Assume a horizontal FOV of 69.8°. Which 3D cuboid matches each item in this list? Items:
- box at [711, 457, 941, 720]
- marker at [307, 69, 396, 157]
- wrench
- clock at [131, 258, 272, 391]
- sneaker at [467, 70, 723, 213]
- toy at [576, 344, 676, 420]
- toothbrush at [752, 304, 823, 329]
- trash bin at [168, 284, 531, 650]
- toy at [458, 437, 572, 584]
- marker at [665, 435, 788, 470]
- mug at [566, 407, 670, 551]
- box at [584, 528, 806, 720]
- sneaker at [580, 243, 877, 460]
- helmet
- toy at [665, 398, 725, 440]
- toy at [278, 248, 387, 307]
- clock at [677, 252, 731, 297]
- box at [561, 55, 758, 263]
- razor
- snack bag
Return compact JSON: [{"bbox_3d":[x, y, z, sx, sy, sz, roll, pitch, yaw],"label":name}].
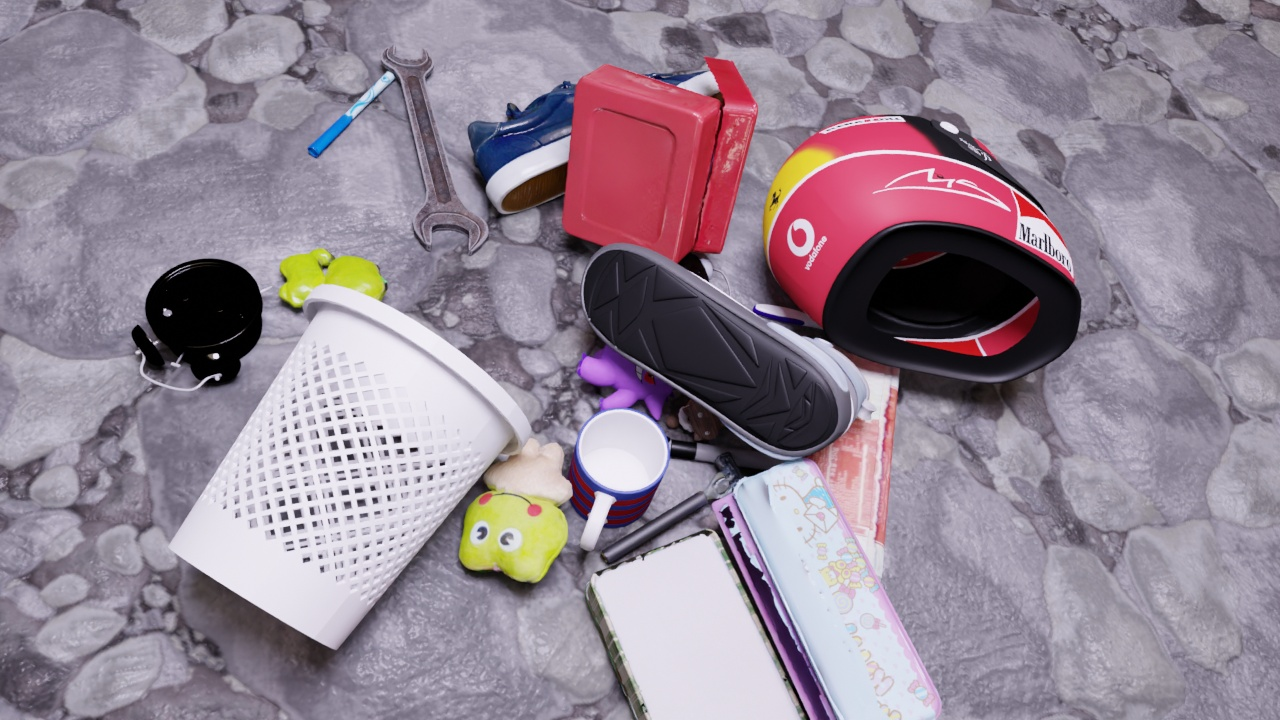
[{"bbox_3d":[0.140,0.185,0.700,0.093,0.089,0.214,-26,64,2],"label":"box"},{"bbox_3d":[-0.292,-0.256,0.938,0.013,0.013,0.141,27,58,5],"label":"marker"},{"bbox_3d":[-0.213,-0.219,0.925,0.070,0.010,0.273,-10,65,-19],"label":"wrench"},{"bbox_3d":[-0.369,-0.028,0.770,0.091,0.043,0.120,17,58,-1],"label":"clock"},{"bbox_3d":[-0.043,-0.256,0.935,0.294,0.121,0.127,-25,80,-20],"label":"sneaker"},{"bbox_3d":[-0.005,0.005,0.817,0.088,0.056,0.105,26,70,1],"label":"toy"},{"bbox_3d":[0.201,-0.029,0.899,0.186,0.016,0.015,15,58,-3],"label":"toothbrush"},{"bbox_3d":[-0.215,0.084,0.663,0.195,0.196,0.199,29,68,7],"label":"trash bin"},{"bbox_3d":[-0.094,0.115,0.726,0.092,0.043,0.117,5,62,27],"label":"toy"},{"bbox_3d":[0.066,0.082,0.807,0.140,0.016,0.016,9,59,-6],"label":"marker"},{"bbox_3d":[-0.025,0.103,0.741,0.075,0.076,0.111,21,58,1],"label":"mug"},{"bbox_3d":[0.045,0.239,0.693,0.117,0.050,0.205,-20,65,-18],"label":"box"},{"bbox_3d":[0.079,-0.019,0.787,0.257,0.093,0.160,35,21,21],"label":"sneaker"},{"bbox_3d":[0.246,-0.117,0.849,0.271,0.198,0.224,15,40,-13],"label":"helmet"},{"bbox_3d":[0.073,0.036,0.817,0.101,0.055,0.041,-29,107,-19],"label":"toy"},{"bbox_3d":[-0.273,-0.067,0.818,0.093,0.036,0.094,-10,56,-11],"label":"toy"},{"bbox_3d":[0.027,-0.068,0.877,0.122,0.035,0.094,-3,61,-14],"label":"clock"},{"bbox_3d":[0.011,-0.184,0.839,0.165,0.158,0.151,1,36,-15],"label":"box"},{"bbox_3d":[0.030,0.128,0.766,0.144,0.022,0.043,-29,89,-21],"label":"razor"},{"bbox_3d":[0.184,0.089,0.814,0.077,0.041,0.224,16,60,-1],"label":"snack bag"}]
